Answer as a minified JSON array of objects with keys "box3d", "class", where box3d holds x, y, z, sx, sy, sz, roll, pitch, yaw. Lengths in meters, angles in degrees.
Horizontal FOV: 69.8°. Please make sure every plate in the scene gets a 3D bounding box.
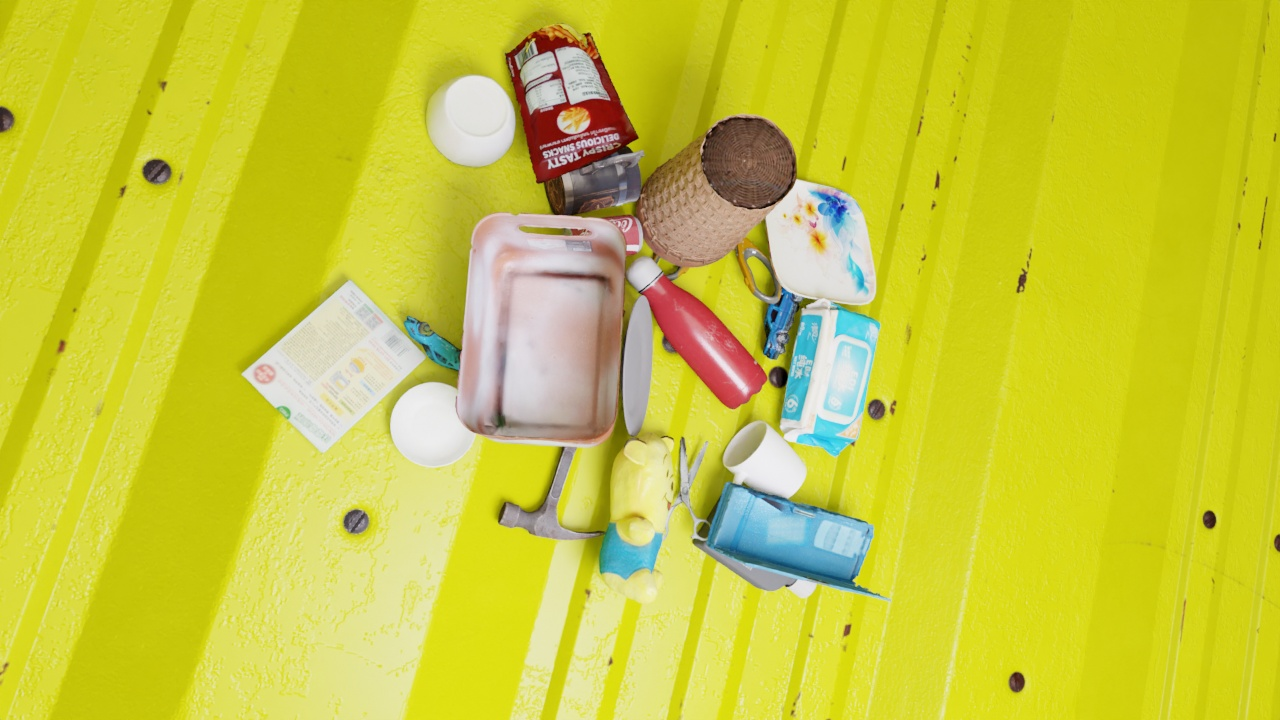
[{"box3d":[-0.007,0.007,1.157,0.012,0.178,0.178,4,82,11],"class":"plate"},{"box3d":[-0.256,0.080,1.132,0.104,0.026,0.104,2,83,-19],"class":"plate"},{"box3d":[0.252,-0.167,1.306,0.186,0.016,0.186,6,68,-28],"class":"plate"}]

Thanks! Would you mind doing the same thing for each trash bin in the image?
[{"box3d":[0.091,-0.214,1.155,0.151,0.210,0.151,2,80,-14],"class":"trash bin"},{"box3d":[-0.111,-0.025,1.101,0.181,0.157,0.259,3,79,-1],"class":"trash bin"}]

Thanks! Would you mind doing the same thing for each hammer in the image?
[{"box3d":[-0.069,0.081,1.192,0.137,0.035,0.314,21,78,-16],"class":"hammer"}]

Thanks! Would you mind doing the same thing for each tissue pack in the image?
[{"box3d":[0.262,0.026,1.278,0.117,0.066,0.209,14,88,-33],"class":"tissue pack"}]

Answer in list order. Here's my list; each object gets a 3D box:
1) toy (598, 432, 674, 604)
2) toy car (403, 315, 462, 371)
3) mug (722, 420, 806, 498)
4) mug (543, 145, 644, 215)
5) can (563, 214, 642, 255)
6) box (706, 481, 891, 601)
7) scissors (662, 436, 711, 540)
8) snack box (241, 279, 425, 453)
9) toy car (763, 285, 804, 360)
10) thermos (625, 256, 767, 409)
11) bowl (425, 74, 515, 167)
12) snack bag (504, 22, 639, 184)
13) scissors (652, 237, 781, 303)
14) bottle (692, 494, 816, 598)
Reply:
[{"box3d":[-0.003,0.191,1.149,0.084,0.149,0.213,5,78,3],"class":"toy"},{"box3d":[-0.250,-0.016,1.133,0.105,0.048,0.032,38,78,-13],"class":"toy car"},{"box3d":[0.164,0.152,1.235,0.087,0.081,0.114,42,57,-17],"class":"mug"},{"box3d":[-0.057,-0.238,1.184,0.107,0.116,0.080,-15,86,-21],"class":"mug"},{"box3d":[-0.050,-0.162,1.211,0.096,0.054,0.054,-10,88,-19],"class":"can"},{"box3d":[0.215,0.236,1.174,0.231,0.112,0.094,19,90,-22],"class":"box"},{"box3d":[0.046,0.182,1.225,0.147,0.014,0.141,-26,67,6],"class":"scissors"},{"box3d":[-0.365,0.006,1.102,0.132,0.027,0.167,47,73,-8],"class":"snack box"},{"box3d":[0.197,-0.059,1.288,0.043,0.056,0.120,18,73,6],"class":"toy car"},{"box3d":[0.070,-0.042,1.230,0.073,0.073,0.240,-44,99,-18],"class":"thermos"},{"box3d":[-0.211,-0.310,1.164,0.116,0.066,0.116,2,84,-19],"class":"bowl"},{"box3d":[-0.093,-0.332,1.165,0.139,0.067,0.207,-18,63,-3],"class":"snack bag"},{"box3d":[0.105,-0.165,1.272,0.229,0.016,0.225,-23,81,-13],"class":"scissors"},{"box3d":[0.165,0.262,1.247,0.174,0.046,0.083,37,74,-12],"class":"bottle"}]
